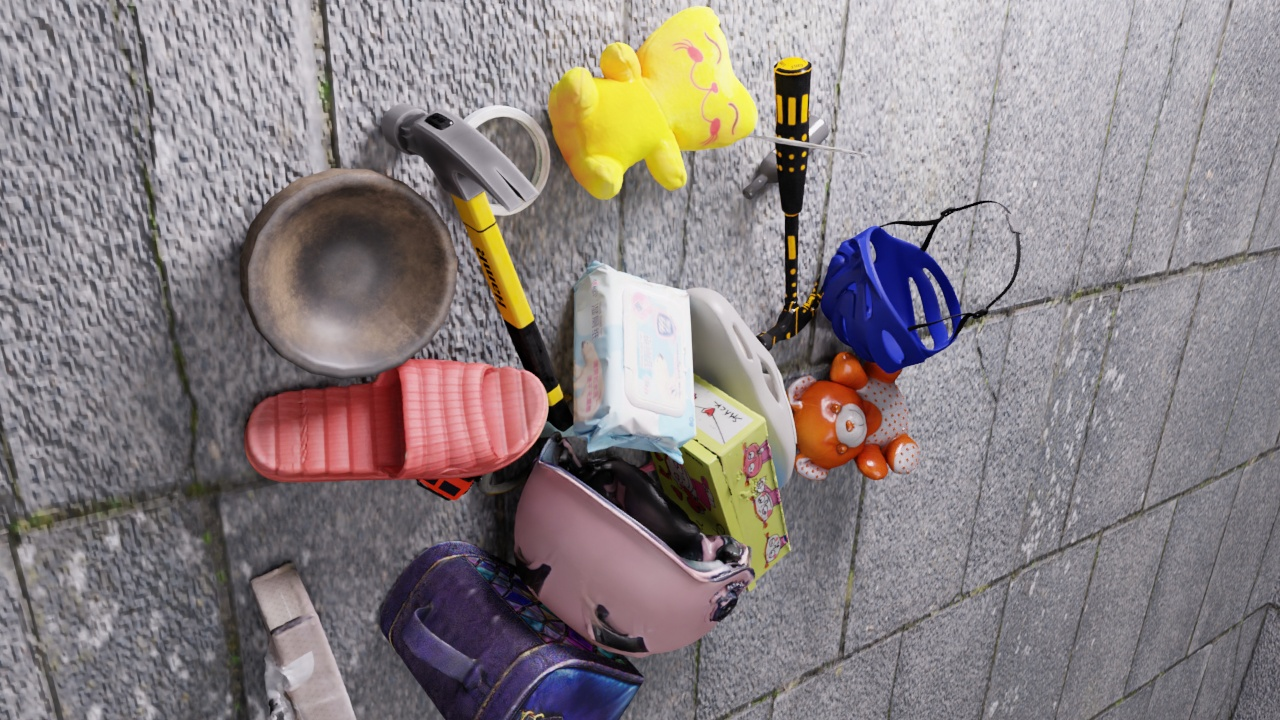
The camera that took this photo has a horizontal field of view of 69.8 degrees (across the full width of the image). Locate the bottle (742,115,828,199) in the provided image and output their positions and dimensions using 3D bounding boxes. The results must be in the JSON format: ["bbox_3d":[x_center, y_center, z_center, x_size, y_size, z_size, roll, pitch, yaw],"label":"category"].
[{"bbox_3d":[0.148,-0.208,0.956,0.113,0.030,0.030,-45,128,-12],"label":"bottle"}]

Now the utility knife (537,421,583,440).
[{"bbox_3d":[-0.034,0.070,0.942,0.218,0.019,0.030,3,106,-40],"label":"utility knife"}]

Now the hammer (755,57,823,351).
[{"bbox_3d":[0.159,-0.156,0.951,0.123,0.036,0.321,-36,137,-32],"label":"hammer"}]

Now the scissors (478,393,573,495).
[{"bbox_3d":[-0.077,0.040,0.910,0.227,0.016,0.134,-35,126,-19],"label":"scissors"}]

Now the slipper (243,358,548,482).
[{"bbox_3d":[-0.194,0.048,0.753,0.248,0.059,0.103,-7,70,-18],"label":"slipper"}]

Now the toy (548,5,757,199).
[{"bbox_3d":[0.010,-0.221,0.819,0.193,0.088,0.134,-34,107,-24],"label":"toy"}]

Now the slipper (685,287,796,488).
[{"bbox_3d":[0.117,0.021,0.993,0.080,0.113,0.266,-42,123,-28],"label":"slipper"}]

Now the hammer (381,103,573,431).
[{"bbox_3d":[-0.110,-0.057,0.771,0.034,0.170,0.325,-37,135,-22],"label":"hammer"}]

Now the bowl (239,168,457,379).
[{"bbox_3d":[-0.231,-0.072,0.719,0.162,0.070,0.162,-14,116,-30],"label":"bowl"}]

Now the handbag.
[{"bbox_3d":[-0.130,0.278,0.856,0.222,0.205,0.125,37,86,-45],"label":"handbag"}]

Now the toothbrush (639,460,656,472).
[{"bbox_3d":[0.025,0.107,1.010,0.134,0.016,0.022,-34,133,-19],"label":"toothbrush"}]

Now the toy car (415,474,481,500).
[{"bbox_3d":[-0.190,0.088,0.827,0.100,0.051,0.048,39,82,-39],"label":"toy car"}]

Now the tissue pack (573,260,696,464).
[{"bbox_3d":[-0.005,0.005,0.865,0.112,0.070,0.181,17,61,-40],"label":"tissue pack"}]

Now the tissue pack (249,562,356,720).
[{"bbox_3d":[-0.296,0.280,0.801,0.071,0.104,0.182,-18,119,-26],"label":"tissue pack"}]

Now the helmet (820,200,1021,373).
[{"bbox_3d":[0.315,-0.082,1.006,0.241,0.228,0.147,24,51,-50],"label":"helmet"}]

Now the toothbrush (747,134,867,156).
[{"bbox_3d":[0.139,-0.207,0.853,0.010,0.182,0.010,26,90,-44],"label":"toothbrush"}]

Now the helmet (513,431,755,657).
[{"bbox_3d":[-0.023,0.181,0.854,0.152,0.230,0.255,-54,167,-1],"label":"helmet"}]

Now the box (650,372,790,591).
[{"bbox_3d":[0.083,0.133,0.979,0.081,0.124,0.221,-35,135,-21],"label":"box"}]

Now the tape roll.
[{"bbox_3d":[-0.121,-0.172,0.792,0.092,0.013,0.093,-14,117,-30],"label":"tape roll"}]

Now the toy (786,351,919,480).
[{"bbox_3d":[0.256,0.069,1.107,0.172,0.093,0.164,-12,93,-27],"label":"toy"}]
